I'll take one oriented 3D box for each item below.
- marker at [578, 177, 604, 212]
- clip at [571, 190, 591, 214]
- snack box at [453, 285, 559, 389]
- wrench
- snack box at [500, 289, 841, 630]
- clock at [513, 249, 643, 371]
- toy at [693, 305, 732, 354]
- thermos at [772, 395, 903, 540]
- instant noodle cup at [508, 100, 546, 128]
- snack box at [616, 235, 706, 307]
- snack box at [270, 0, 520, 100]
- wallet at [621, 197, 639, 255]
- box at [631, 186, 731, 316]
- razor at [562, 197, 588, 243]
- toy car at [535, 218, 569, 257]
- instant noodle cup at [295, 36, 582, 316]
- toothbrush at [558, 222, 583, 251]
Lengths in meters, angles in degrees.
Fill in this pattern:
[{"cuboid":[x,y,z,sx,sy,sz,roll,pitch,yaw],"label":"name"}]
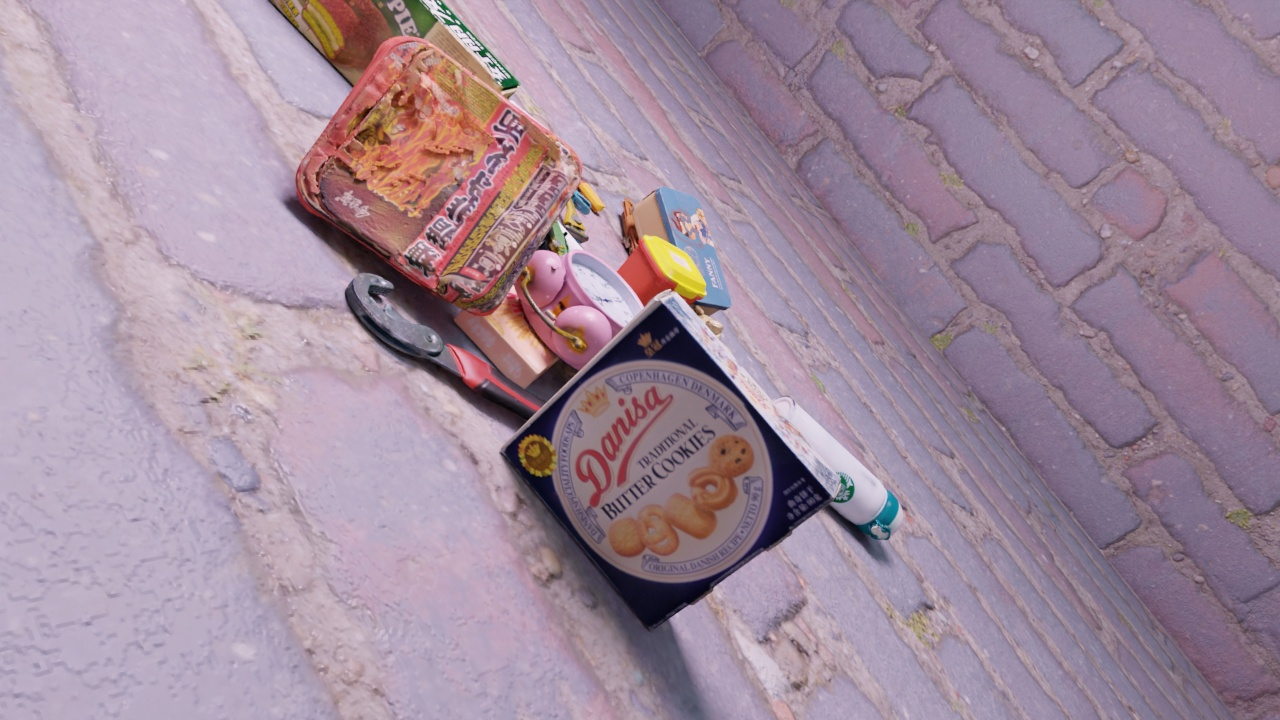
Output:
[{"cuboid":[-0.088,-0.245,1.228,0.124,0.015,0.018,53,21,18],"label":"marker"},{"cuboid":[-0.085,-0.210,1.174,0.056,0.014,0.041,42,22,-19],"label":"clip"},{"cuboid":[-0.101,-0.033,0.830,0.084,0.026,0.157,47,21,-3],"label":"snack box"},{"cuboid":[-0.112,0.020,0.723,0.273,0.016,0.056,36,29,-23],"label":"wrench"},{"cuboid":[0.017,0.075,0.663,0.182,0.178,0.045,49,25,3],"label":"snack box"},{"cuboid":[-0.055,-0.045,0.817,0.117,0.060,0.158,55,24,14],"label":"clock"},{"cuboid":[0.076,0.002,1.074,0.157,0.066,0.105,-93,169,-52],"label":"toy"},{"cuboid":[0.235,0.139,1.127,0.224,0.073,0.073,41,23,-18],"label":"thermos"},{"cuboid":[-0.131,-0.163,0.857,0.116,0.124,0.116,34,26,-33],"label":"instant noodle cup"},{"cuboid":[0.019,-0.093,1.085,0.091,0.080,0.082,19,37,-50],"label":"snack box"},{"cuboid":[-0.245,-0.320,0.917,0.240,0.115,0.063,45,23,-6],"label":"snack box"},{"cuboid":[0.016,-0.156,1.255,0.108,0.031,0.131,37,24,-31],"label":"wallet"},{"cuboid":[0.053,-0.129,1.180,0.089,0.061,0.184,3,62,-48],"label":"box"},{"cuboid":[-0.099,-0.196,1.110,0.043,0.028,0.132,18,34,-46],"label":"razor"},{"cuboid":[-0.096,-0.117,0.959,0.036,0.043,0.091,25,33,-39],"label":"toy car"},{"cuboid":[-0.162,-0.145,0.742,0.189,0.164,0.079,35,-10,-14],"label":"instant noodle cup"},{"cuboid":[-0.113,-0.159,1.018,0.221,0.026,0.026,48,-17,0],"label":"toothbrush"}]
